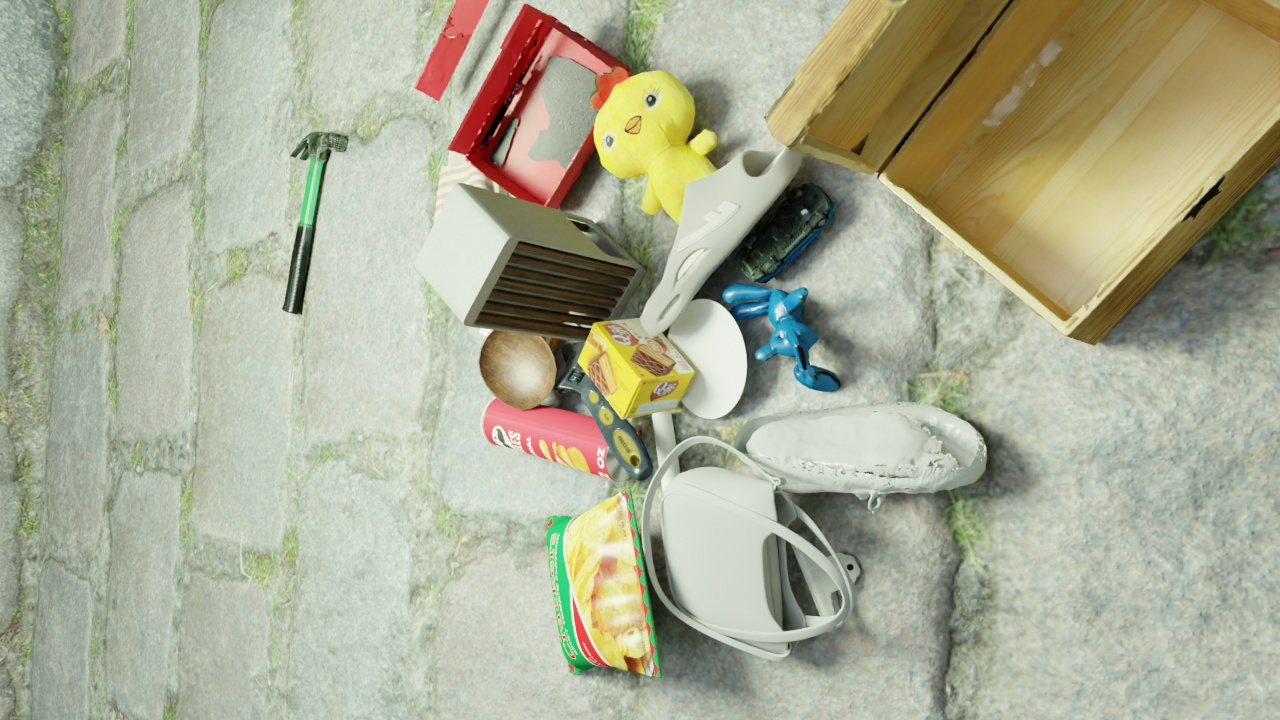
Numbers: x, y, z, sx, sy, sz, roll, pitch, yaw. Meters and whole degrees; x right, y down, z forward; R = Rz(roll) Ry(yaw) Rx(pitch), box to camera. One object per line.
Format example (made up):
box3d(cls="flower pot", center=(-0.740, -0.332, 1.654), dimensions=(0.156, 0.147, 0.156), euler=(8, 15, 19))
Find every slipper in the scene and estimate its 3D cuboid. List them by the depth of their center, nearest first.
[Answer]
box3d(cls="slipper", center=(0.209, 0.095, 0.888), dimensions=(0.247, 0.074, 0.112), euler=(-5, 52, 37))
box3d(cls="slipper", center=(0.064, -0.142, 0.999), dimensions=(0.080, 0.112, 0.267), euler=(37, 122, -5))
box3d(cls="slipper", center=(-0.242, -0.203, 1.301), dimensions=(0.115, 0.052, 0.262), euler=(-16, 76, 36))

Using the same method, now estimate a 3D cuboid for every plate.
box3d(cls="plate", center=(0.076, -0.002, 1.029), dimensions=(0.135, 0.011, 0.134), euler=(12, 105, 51))

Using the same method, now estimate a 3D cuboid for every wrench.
box3d(cls="wrench", center=(-0.045, 0.054, 1.079), dimensions=(0.073, 0.022, 0.273), euler=(-41, 38, 2))

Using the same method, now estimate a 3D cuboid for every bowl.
box3d(cls="bowl", center=(-0.151, 0.006, 1.160), dimensions=(0.114, 0.026, 0.102), euler=(42, 108, 15))

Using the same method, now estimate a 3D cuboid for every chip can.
box3d(cls="chip can", center=(-0.102, 0.094, 1.146), dimensions=(0.221, 0.069, 0.069), euler=(11, 93, 39))

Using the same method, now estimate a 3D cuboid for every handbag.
box3d(cls="handbag", center=(0.112, 0.195, 0.909), dimensions=(0.223, 0.095, 0.216), euler=(9, 112, 47))

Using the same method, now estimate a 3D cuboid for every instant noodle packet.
box3d(cls="instant noodle packet", center=(-0.050, 0.263, 1.061), dimensions=(0.253, 0.090, 0.195), euler=(-32, 64, 59))

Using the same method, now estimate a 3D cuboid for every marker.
box3d(cls="marker", center=(0.033, 0.126, 1.059), dimensions=(0.023, 0.027, 0.133), euler=(-16, 76, 34))

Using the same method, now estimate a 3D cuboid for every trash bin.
box3d(cls="trash bin", center=(-0.125, -0.108, 1.080), dimensions=(0.114, 0.228, 0.115), euler=(46, 114, 33))

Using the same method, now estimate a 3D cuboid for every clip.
box3d(cls="clip", center=(0.187, 0.217, 0.922), dimensions=(0.052, 0.057, 0.102), euler=(-50, 55, 54))

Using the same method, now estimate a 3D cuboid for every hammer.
box3d(cls="hammer", center=(-0.585, -0.240, 1.603), dimensions=(0.130, 0.032, 0.319), euler=(15, 96, 39))

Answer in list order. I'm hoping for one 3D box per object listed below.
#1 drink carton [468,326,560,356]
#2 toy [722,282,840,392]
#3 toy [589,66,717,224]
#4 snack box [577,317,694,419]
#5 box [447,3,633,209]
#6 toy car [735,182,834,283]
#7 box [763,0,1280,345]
box3d(cls="drink carton", center=(-0.167, -0.039, 1.226), dimensions=(0.125, 0.048, 0.076), euler=(29, 104, 38))
box3d(cls="toy", center=(0.150, -0.028, 0.951), dimensions=(0.071, 0.113, 0.176), euler=(-30, 38, -4))
box3d(cls="toy", center=(0.023, -0.250, 1.068), dimensions=(0.134, 0.092, 0.207), euler=(-39, 74, 28))
box3d(cls="snack box", center=(-0.006, 0.006, 1.057), dimensions=(0.105, 0.083, 0.061), euler=(51, 133, 34))
box3d(cls="box", center=(-0.136, -0.303, 1.125), dimensions=(0.165, 0.153, 0.214), euler=(35, 110, 2))
box3d(cls="toy car", center=(0.154, -0.134, 0.971), dimensions=(0.120, 0.043, 0.056), euler=(-47, 59, 25))
box3d(cls="box", center=(0.287, -0.219, 0.690), dimensions=(0.280, 0.333, 0.286), euler=(-55, 54, 24))
